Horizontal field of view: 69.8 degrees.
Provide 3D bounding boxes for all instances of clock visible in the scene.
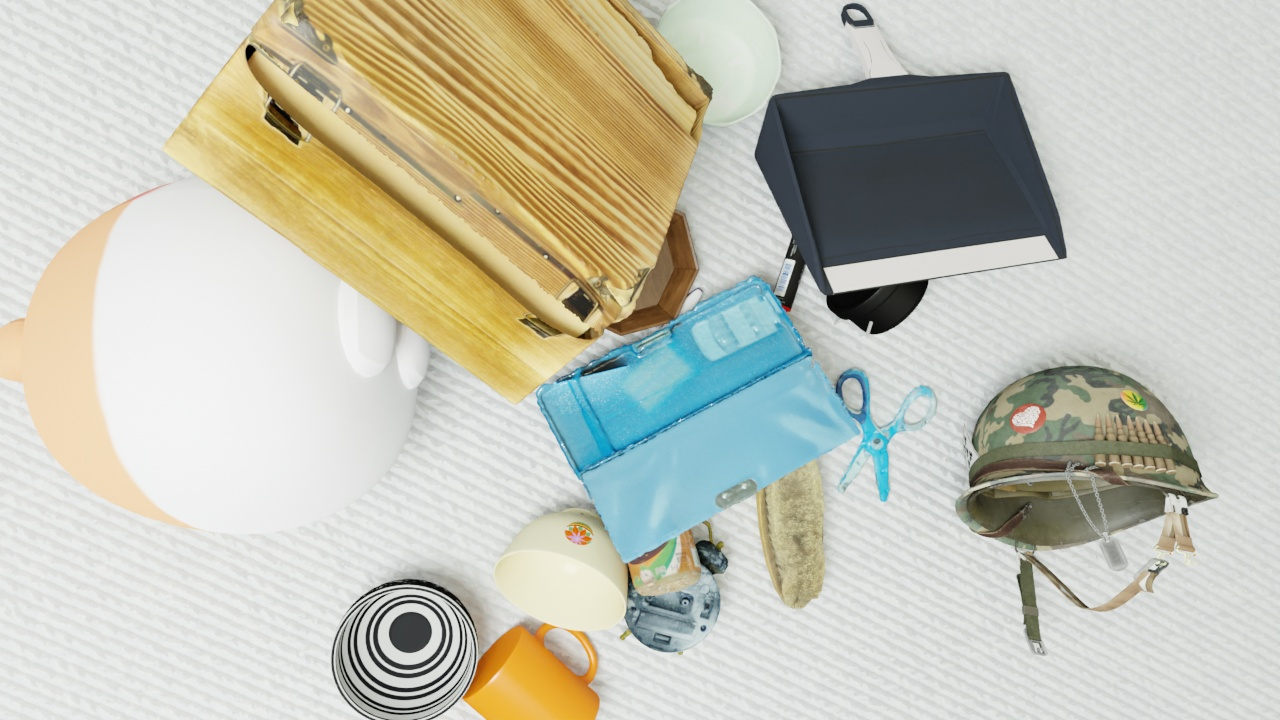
[{"bbox_3d":[0.225,-0.077,0.834,0.042,0.091,0.120,37,91,-20],"label":"clock"},{"bbox_3d":[0.029,0.202,0.835,0.090,0.052,0.129,18,91,-10],"label":"clock"}]

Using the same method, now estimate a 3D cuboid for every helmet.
[{"bbox_3d":[0.388,0.121,0.814,0.224,0.193,0.236,-6,67,-22],"label":"helmet"}]

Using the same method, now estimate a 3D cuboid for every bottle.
[{"bbox_3d":[0.006,0.117,0.800,0.059,0.059,0.167,-11,67,-9],"label":"bottle"}]

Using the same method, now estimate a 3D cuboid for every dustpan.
[{"bbox_3d":[0.228,-0.202,0.812,0.236,0.080,0.272,-9,56,-13],"label":"dustpan"}]

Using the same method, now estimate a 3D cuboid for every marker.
[{"bbox_3d":[0.149,-0.113,0.854,0.023,0.021,0.145,18,90,-2],"label":"marker"}]

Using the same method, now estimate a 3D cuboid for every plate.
[{"bbox_3d":[-0.013,-0.088,0.825,0.131,0.025,0.131,0,93,-9],"label":"plate"}]

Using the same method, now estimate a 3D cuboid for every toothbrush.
[{"bbox_3d":[-0.005,0.005,0.837,0.015,0.016,0.186,41,86,-6],"label":"toothbrush"}]

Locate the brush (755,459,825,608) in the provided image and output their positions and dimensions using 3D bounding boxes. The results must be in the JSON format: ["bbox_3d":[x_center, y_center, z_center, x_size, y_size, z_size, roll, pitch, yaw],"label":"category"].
[{"bbox_3d":[0.140,0.138,0.854,0.059,0.043,0.195,-5,95,-9],"label":"brush"}]

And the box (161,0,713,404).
[{"bbox_3d":[-0.110,-0.159,0.614,0.221,0.258,0.279,-35,121,26],"label":"box"}]

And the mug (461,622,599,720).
[{"bbox_3d":[-0.087,0.283,0.815,0.096,0.078,0.112,44,57,-9],"label":"mug"}]

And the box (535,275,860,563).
[{"bbox_3d":[0.046,0.046,0.784,0.231,0.033,0.174,-26,67,-7],"label":"box"}]

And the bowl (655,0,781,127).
[{"bbox_3d":[0.060,-0.260,0.811,0.117,0.061,0.117,-1,94,-10],"label":"bowl"}]

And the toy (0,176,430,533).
[{"bbox_3d":[-0.302,-0.007,0.669,0.281,0.263,0.265,-5,81,9],"label":"toy"}]

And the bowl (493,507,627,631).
[{"bbox_3d":[-0.060,0.172,0.802,0.118,0.118,0.073,30,46,-10],"label":"bowl"}]

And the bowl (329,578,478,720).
[{"bbox_3d":[-0.200,0.244,0.791,0.120,0.066,0.120,0,93,-9],"label":"bowl"}]

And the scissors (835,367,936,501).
[{"bbox_3d":[0.219,0.066,0.881,0.127,0.012,0.137,37,88,-10],"label":"scissors"}]
